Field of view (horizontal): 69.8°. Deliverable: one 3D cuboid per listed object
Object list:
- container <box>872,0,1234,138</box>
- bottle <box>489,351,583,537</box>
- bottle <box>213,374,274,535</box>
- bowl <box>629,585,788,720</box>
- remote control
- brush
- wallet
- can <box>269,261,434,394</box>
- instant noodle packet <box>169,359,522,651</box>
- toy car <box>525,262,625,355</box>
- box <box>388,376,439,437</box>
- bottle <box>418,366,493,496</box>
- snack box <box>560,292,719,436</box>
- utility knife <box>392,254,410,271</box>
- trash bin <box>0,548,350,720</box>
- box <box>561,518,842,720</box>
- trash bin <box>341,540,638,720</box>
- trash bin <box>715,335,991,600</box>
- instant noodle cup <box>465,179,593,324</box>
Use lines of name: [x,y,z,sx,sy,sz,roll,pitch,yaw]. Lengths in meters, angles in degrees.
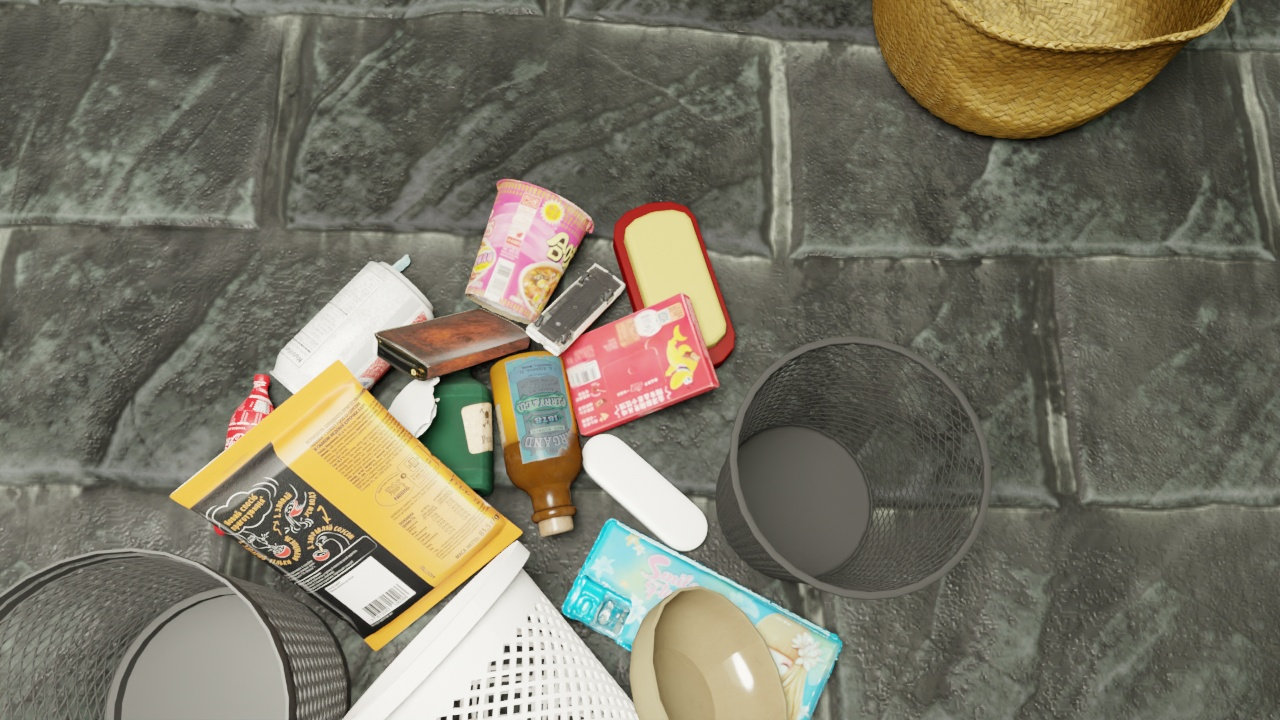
container: [0.385,-0.379,0.898,0.307,0.197,0.306,1,76,-3]
bottle: [-0.087,0.075,0.804,0.068,0.068,0.156,-10,75,-7]
bottle: [-0.340,0.082,0.799,0.042,0.042,0.141,3,74,-3]
bowl: [0.044,0.254,0.700,0.051,0.152,0.152,-36,75,33]
remote control: [0.003,0.119,0.826,0.136,0.013,0.043,41,76,8]
brush: [0.031,-0.070,0.866,0.082,0.042,0.173,-15,76,-8]
wallet: [-0.162,-0.016,0.795,0.072,0.019,0.122,28,29,30]
can: [-0.254,-0.017,0.813,0.078,0.078,0.136,39,75,7]
instant noodle packet: [-0.222,0.123,0.725,0.160,0.032,0.221,-39,120,1]
toy car: [-0.059,-0.044,0.838,0.039,0.039,0.112,36,51,6]
box: [-0.239,0.071,0.760,0.140,0.142,0.083,3,30,-21]
bottle: [-0.162,0.052,0.809,0.061,0.061,0.131,-3,74,-2]
snack box: [-0.005,0.005,0.823,0.133,0.021,0.089,-22,76,19]
utility knife: [-0.263,-0.056,0.859,0.022,0.015,0.126,43,73,13]
trash bin: [-0.328,0.254,0.654,0.217,0.228,0.217,1,74,-4]
box: [0.052,0.227,0.783,0.227,0.041,0.094,27,74,4]
trash bin: [-0.091,0.278,0.696,0.199,0.196,0.195,45,76,-1]
trash bin: [0.147,0.100,0.737,0.184,0.210,0.184,1,74,-4]
instant noodle cup: [-0.108,-0.095,0.843,0.098,0.098,0.108,23,82,3]
